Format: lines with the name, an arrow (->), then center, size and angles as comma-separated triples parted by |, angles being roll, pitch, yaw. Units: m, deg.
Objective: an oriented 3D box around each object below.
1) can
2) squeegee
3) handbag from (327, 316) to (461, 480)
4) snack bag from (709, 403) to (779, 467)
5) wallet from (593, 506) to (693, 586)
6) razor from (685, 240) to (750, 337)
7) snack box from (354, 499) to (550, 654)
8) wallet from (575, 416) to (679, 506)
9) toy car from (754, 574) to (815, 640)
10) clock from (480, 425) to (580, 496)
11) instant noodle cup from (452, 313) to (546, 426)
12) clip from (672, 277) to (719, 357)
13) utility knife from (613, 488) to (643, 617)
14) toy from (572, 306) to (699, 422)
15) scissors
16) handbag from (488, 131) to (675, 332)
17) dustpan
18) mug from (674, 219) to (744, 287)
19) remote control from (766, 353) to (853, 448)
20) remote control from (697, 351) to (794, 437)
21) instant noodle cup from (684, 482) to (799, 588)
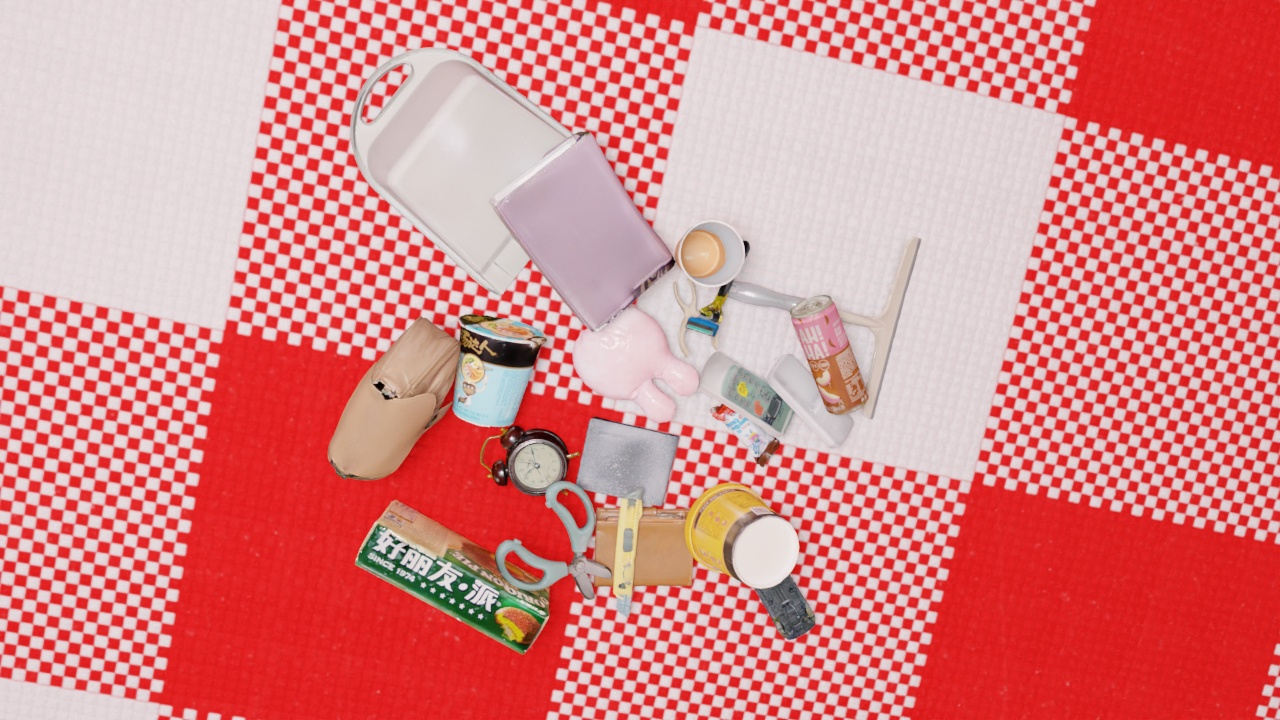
can -> 0.238, -0.006, 1.155 | 0.058, 0.058, 0.147 | -25, 108, -1
squeegee -> 0.223, -0.067, 1.185 | 0.246, 0.039, 0.246 | 14, 95, -5
handbag -> -0.286, 0.052, 1.086 | 0.100, 0.147, 0.205 | 34, 127, -5
snack bag -> 0.137, 0.089, 1.202 | 0.105, 0.026, 0.045 | 46, 68, -7
wallet -> 0.004, 0.246, 1.209 | 0.132, 0.031, 0.108 | 1, 98, -6
razor -> 0.106, -0.092, 1.166 | 0.043, 0.022, 0.142 | 19, 71, 25
snack box -> -0.230, 0.268, 1.153 | 0.240, 0.114, 0.063 | 31, 93, -8
wallet -> -0.018, 0.132, 1.202 | 0.121, 0.019, 0.097 | 13, 94, -4
toy car -> 0.187, 0.315, 1.229 | 0.054, 0.037, 0.120 | -31, 88, 0
clock -> -0.144, 0.128, 1.171 | 0.122, 0.055, 0.082 | 17, 96, -9
instant noodle cup -> -0.182, 0.016, 1.135 | 0.111, 0.111, 0.120 | 13, 103, -6
clip -> 0.055, -0.046, 1.178 | 0.089, 0.035, 0.104 | -37, 93, 0
utility knife -> -0.017, 0.249, 1.189 | 0.031, 0.019, 0.175 | 5, 104, 1
toy -> -0.007, 0.007, 1.167 | 0.159, 0.054, 0.121 | 41, 99, -2
scissors -> -0.111, 0.246, 1.148 | 0.176, 0.019, 0.174 | -27, 110, -27
handbag -> -0.068, -0.156, 1.109 | 0.145, 0.098, 0.197 | -37, 110, -1
dustpan -> -0.222, -0.256, 1.145 | 0.223, 0.142, 0.257 | -50, 127, 2
mug -> 0.077, -0.131, 1.124 | 0.078, 0.122, 0.078 | -1, 97, -5
remote control -> 0.222, 0.053, 1.198 | 0.136, 0.020, 0.055 | 46, 55, -8
remote control -> 0.138, 0.043, 1.187 | 0.135, 0.019, 0.056 | 32, 66, -11
instant noodle cup -> 0.132, 0.225, 1.162 | 0.118, 0.114, 0.118 | -2, 97, -20
